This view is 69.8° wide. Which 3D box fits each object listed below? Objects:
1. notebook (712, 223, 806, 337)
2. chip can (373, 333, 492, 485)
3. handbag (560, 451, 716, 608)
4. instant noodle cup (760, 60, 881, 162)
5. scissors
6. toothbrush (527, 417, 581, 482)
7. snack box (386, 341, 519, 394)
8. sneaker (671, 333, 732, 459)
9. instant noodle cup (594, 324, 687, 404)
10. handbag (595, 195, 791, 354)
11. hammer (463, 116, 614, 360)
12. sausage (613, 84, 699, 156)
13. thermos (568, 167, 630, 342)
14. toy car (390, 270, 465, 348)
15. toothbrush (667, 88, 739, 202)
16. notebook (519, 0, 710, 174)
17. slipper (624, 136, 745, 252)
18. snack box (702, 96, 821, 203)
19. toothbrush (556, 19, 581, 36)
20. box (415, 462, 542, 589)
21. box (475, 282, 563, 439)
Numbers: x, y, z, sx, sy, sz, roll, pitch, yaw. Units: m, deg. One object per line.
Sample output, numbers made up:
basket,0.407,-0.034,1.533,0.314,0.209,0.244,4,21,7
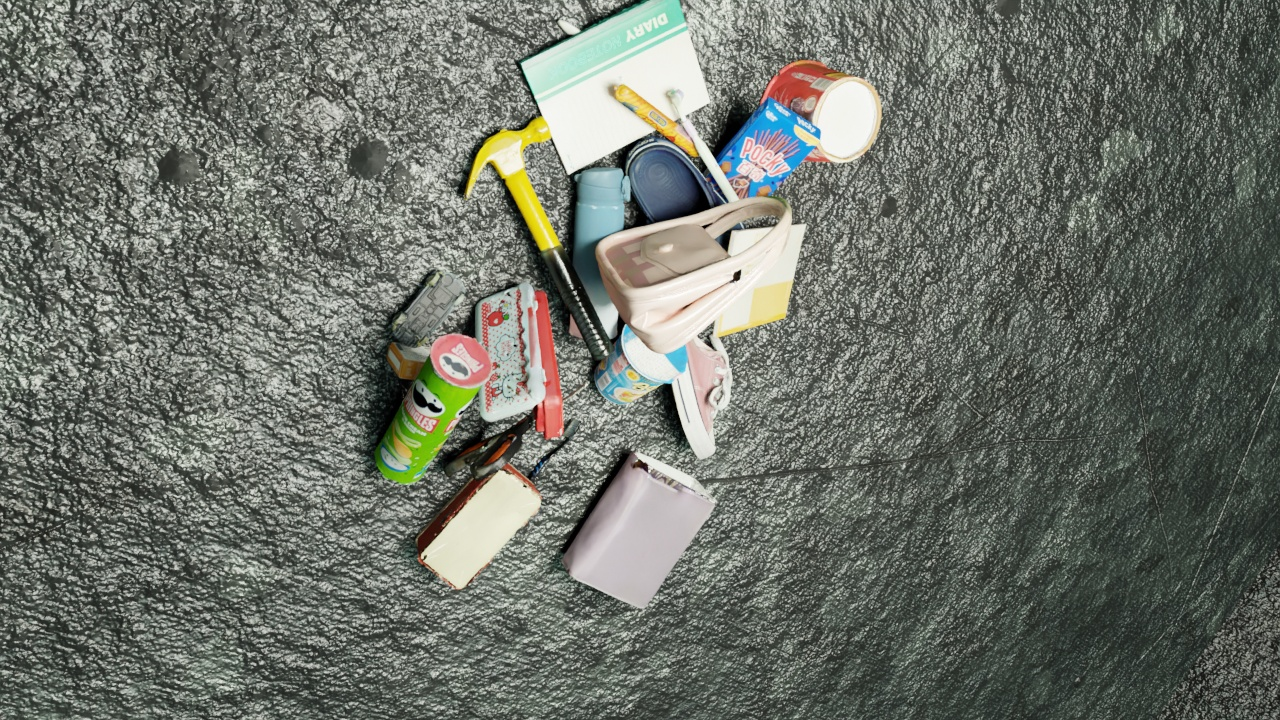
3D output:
notebook,0.166,-0.115,1.270,0.205,0.010,0.146,-16,120,-53
chip can,-0.249,0.063,1.080,0.072,0.072,0.237,8,143,-29
handbag,-0.007,0.242,1.331,0.145,0.098,0.197,30,96,-34
instant noodle cup,0.243,-0.325,1.223,0.137,0.108,0.138,-10,114,-23
scissors,-0.163,0.091,1.160,0.234,0.220,0.022,-31,102,15
toothbrush,-0.146,0.154,1.275,0.189,0.014,0.016,-50,122,0
snack box,-0.230,0.009,1.138,0.153,0.075,0.026,9,104,-29
sneaker,0.087,0.027,1.292,0.088,0.118,0.241,-14,112,1
instant noodle cup,-0.007,0.007,1.220,0.099,0.099,0.110,16,147,-26
handbag,0.071,-0.122,1.074,0.234,0.193,0.093,-28,120,0
hammer,-0.110,-0.137,1.123,0.128,0.033,0.301,-29,104,-9
sausage,0.025,-0.297,1.143,0.165,0.021,0.021,27,96,-39
thermos,-0.054,-0.136,1.174,0.070,0.070,0.221,-5,112,-25
toy car,-0.259,-0.065,1.119,0.105,0.031,0.049,-50,123,-5
toothbrush,0.088,-0.260,1.171,0.020,0.029,0.189,-32,115,5
notebook,-0.026,-0.340,1.123,0.209,0.012,0.150,-29,124,-7
slipper,0.071,-0.177,1.192,0.105,0.095,0.253,-29,122,12
snack box,0.151,-0.259,1.188,0.084,0.026,0.158,27,136,-18
toothbrush,-0.028,-0.362,1.128,0.187,0.016,0.017,26,106,-33
box,-0.213,0.219,1.221,0.091,0.077,0.168,44,88,-20
box,-0.152,-0.002,1.106,0.100,0.201,0.096,-5,137,-9
